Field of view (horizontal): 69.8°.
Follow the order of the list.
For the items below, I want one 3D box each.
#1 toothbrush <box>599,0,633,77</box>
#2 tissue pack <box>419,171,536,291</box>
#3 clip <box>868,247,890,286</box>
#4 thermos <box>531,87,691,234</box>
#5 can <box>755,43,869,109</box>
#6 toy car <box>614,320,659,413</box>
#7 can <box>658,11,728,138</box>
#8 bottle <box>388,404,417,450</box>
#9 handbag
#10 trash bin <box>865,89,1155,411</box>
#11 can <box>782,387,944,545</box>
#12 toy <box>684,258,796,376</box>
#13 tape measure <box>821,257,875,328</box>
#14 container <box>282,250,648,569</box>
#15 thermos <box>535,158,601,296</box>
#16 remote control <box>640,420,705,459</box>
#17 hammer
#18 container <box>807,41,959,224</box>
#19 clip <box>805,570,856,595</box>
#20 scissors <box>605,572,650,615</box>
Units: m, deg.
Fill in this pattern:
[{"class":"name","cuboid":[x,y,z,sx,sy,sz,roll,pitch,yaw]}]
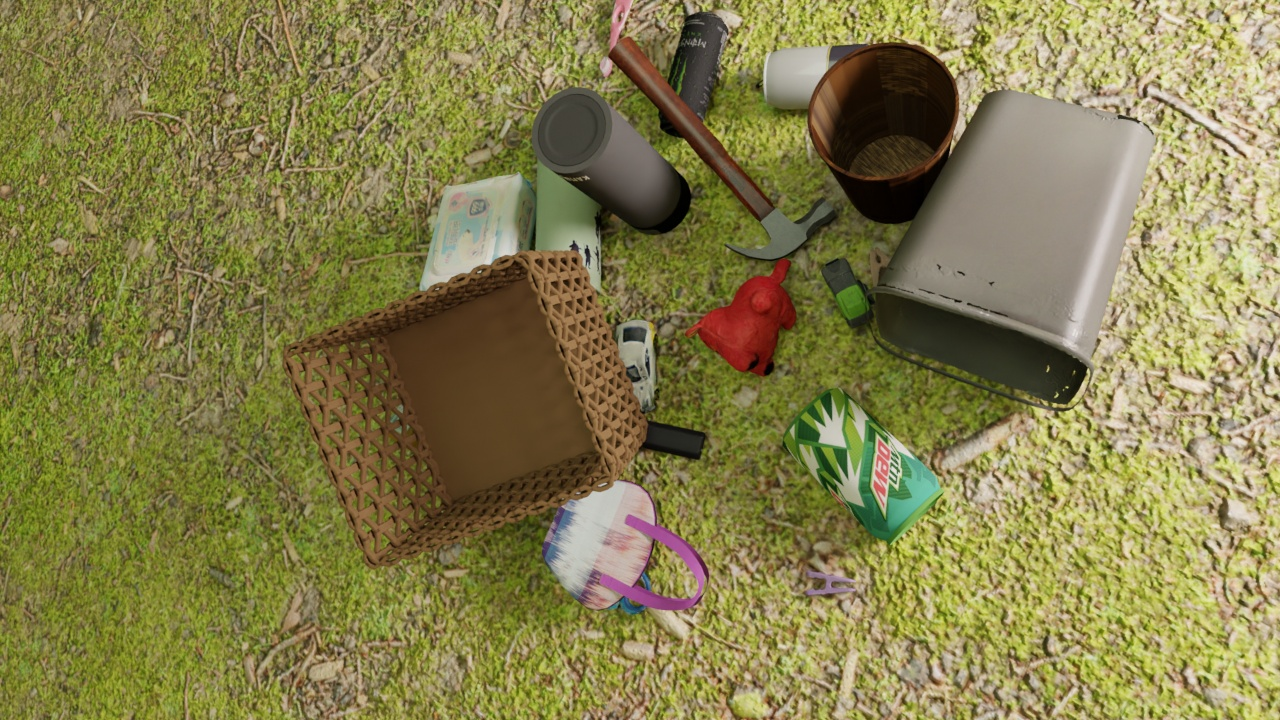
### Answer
[{"class":"toothbrush","cuboid":[-0.027,-0.410,1.117,0.022,0.016,0.135,14,85,19]},{"class":"tissue pack","cuboid":[-0.188,-0.132,1.071,0.112,0.070,0.181,-3,61,19]},{"class":"clip","cuboid":[0.257,-0.091,0.948,0.039,0.024,0.060,-8,73,18]},{"class":"thermos","cuboid":[-0.022,-0.198,0.955,0.082,0.240,0.082,-3,82,20]},{"class":"can","cuboid":[0.188,-0.306,0.993,0.127,0.064,0.064,4,81,20]},{"class":"toy car","cuboid":[-0.006,0.006,1.019,0.048,0.033,0.105,-5,79,17]},{"class":"can","cuboid":[0.060,-0.327,1.049,0.054,0.054,0.137,14,84,21]},{"class":"bottle","cuboid":[-0.227,0.020,1.075,0.053,0.053,0.186,29,80,22]},{"class":"handbag","cuboid":[-0.008,0.202,0.956,0.170,0.068,0.144,23,89,23]},{"class":"trash bin","cuboid":[0.343,-0.102,0.838,0.197,0.197,0.220,22,81,23]},{"class":"can","cuboid":[0.215,0.102,0.893,0.083,0.083,0.144,-47,69,6]},{"class":"toy","cuboid":[0.110,-0.058,0.968,0.094,0.088,0.133,26,88,33]},{"class":"tape measure","cuboid":[0.217,-0.068,0.939,0.036,0.058,0.065,-28,69,11]},{"class":"container","cuboid":[-0.156,0.036,0.910,0.252,0.214,0.219,-21,93,11]},{"class":"thermos","cuboid":[-0.084,-0.188,1.064,0.082,0.082,0.231,-4,78,19]},{"class":"remote control","cuboid":[0.003,0.080,1.009,0.136,0.015,0.032,11,83,21]},{"class":"hammer","cuboid":[0.072,-0.233,0.999,0.111,0.028,0.300,-41,85,8]},{"class":"container","cuboid":[0.243,-0.209,0.899,0.132,0.167,0.132,-4,78,19]},{"class":"clip","cuboid":[0.187,0.229,0.917,0.052,0.014,0.041,23,88,24]},{"class":"scissors","cuboid":[-0.012,0.205,0.994,0.066,0.015,0.134,6,80,24]}]
